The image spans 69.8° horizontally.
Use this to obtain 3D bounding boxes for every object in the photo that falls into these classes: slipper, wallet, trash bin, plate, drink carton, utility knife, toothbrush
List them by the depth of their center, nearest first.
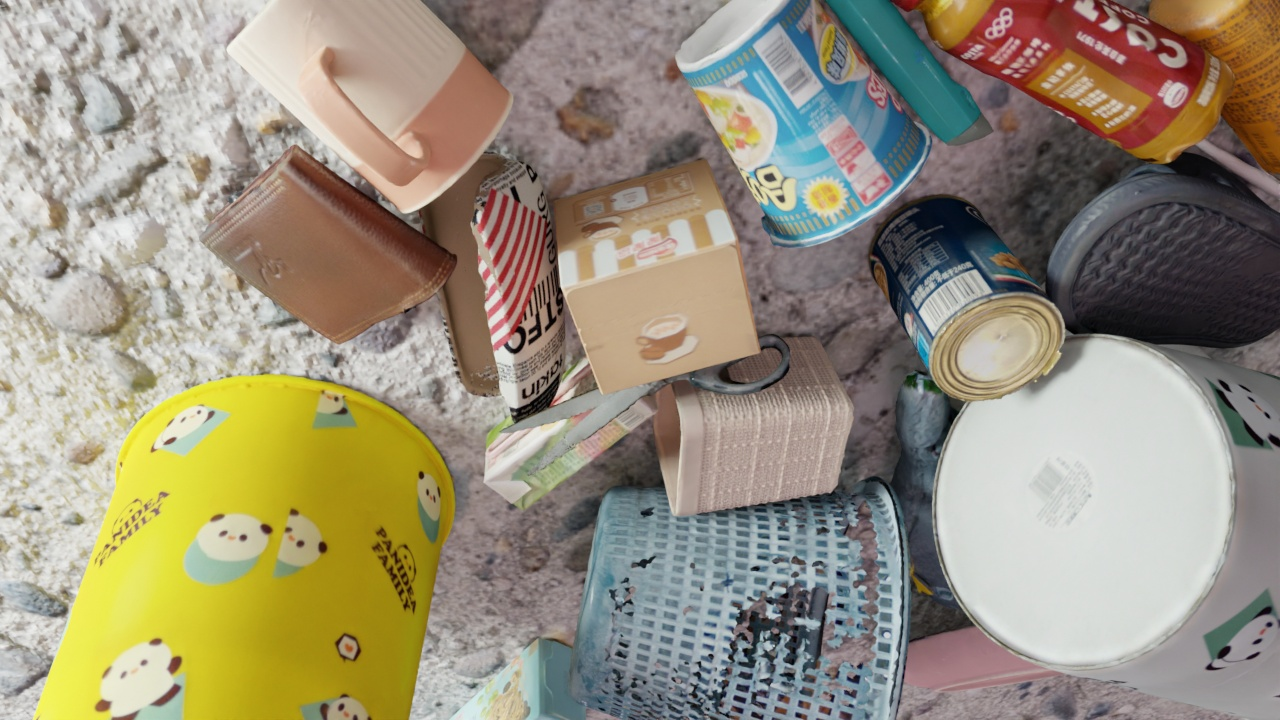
[{"bbox_3d":[0.131,-0.172,0.485,0.029,0.013,0.174,-41,119,20],"label":"utility knife"},{"bbox_3d":[-0.171,-0.059,0.492,0.125,0.032,0.101,-17,134,44],"label":"wallet"},{"bbox_3d":[0.333,0.102,0.549,0.251,0.229,0.230,15,125,-27],"label":"trash bin"},{"bbox_3d":[0.355,-0.124,0.550,0.180,0.016,0.016,22,116,-21],"label":"toothbrush"},{"bbox_3d":[-0.236,0.175,0.556,0.229,0.254,0.230,-3,128,-4],"label":"trash bin"},{"bbox_3d":[0.324,-0.067,0.560,0.267,0.083,0.111,6,135,-35],"label":"slipper"},{"bbox_3d":[-0.049,0.041,0.603,0.123,0.053,0.045,-36,122,19],"label":"drink carton"},{"bbox_3d":[0.057,0.176,0.638,0.195,0.226,0.227,10,127,0],"label":"trash bin"},{"bbox_3d":[0.302,0.249,0.769,0.192,0.039,0.193,-6,155,-3],"label":"plate"}]

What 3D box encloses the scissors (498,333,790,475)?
[{"bbox_3d":[0.009,0.012,0.537,0.163,0.164,0.014,13,149,9],"label":"scissors"}]

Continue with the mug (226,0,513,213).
[{"bbox_3d":[-0.125,-0.127,0.424,0.082,0.114,0.106,-36,122,19],"label":"mug"}]

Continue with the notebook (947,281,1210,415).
[{"bbox_3d":[0.321,0.025,0.663,0.209,0.012,0.151,30,120,-26],"label":"notebook"}]

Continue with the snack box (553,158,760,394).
[{"bbox_3d":[0.008,-0.048,0.514,0.093,0.094,0.077,-15,129,4],"label":"snack box"}]

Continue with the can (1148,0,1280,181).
[{"bbox_3d":[0.337,-0.157,0.494,0.146,0.058,0.058,32,118,-28],"label":"can"}]

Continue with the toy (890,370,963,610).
[{"bbox_3d":[0.256,0.123,0.681,0.138,0.091,0.356,-38,126,19],"label":"toy"}]

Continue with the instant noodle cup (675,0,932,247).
[{"bbox_3d":[0.077,-0.129,0.466,0.099,0.099,0.110,-33,118,18],"label":"instant noodle cup"}]

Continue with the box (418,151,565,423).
[{"bbox_3d":[-0.088,-0.043,0.536,0.086,0.076,0.163,13,131,26],"label":"box"}]

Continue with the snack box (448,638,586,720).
[{"bbox_3d":[-0.117,0.323,0.802,0.051,0.074,0.175,29,119,-27],"label":"snack box"}]

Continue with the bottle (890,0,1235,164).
[{"bbox_3d":[0.203,-0.162,0.458,0.175,0.057,0.058,26,122,-6],"label":"bottle"}]

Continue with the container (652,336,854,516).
[{"bbox_3d":[0.070,0.039,0.597,0.111,0.090,0.090,-4,128,-8],"label":"container"}]

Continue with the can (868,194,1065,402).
[{"bbox_3d":[0.186,-0.037,0.535,0.075,0.111,0.075,-4,128,-5],"label":"can"}]
